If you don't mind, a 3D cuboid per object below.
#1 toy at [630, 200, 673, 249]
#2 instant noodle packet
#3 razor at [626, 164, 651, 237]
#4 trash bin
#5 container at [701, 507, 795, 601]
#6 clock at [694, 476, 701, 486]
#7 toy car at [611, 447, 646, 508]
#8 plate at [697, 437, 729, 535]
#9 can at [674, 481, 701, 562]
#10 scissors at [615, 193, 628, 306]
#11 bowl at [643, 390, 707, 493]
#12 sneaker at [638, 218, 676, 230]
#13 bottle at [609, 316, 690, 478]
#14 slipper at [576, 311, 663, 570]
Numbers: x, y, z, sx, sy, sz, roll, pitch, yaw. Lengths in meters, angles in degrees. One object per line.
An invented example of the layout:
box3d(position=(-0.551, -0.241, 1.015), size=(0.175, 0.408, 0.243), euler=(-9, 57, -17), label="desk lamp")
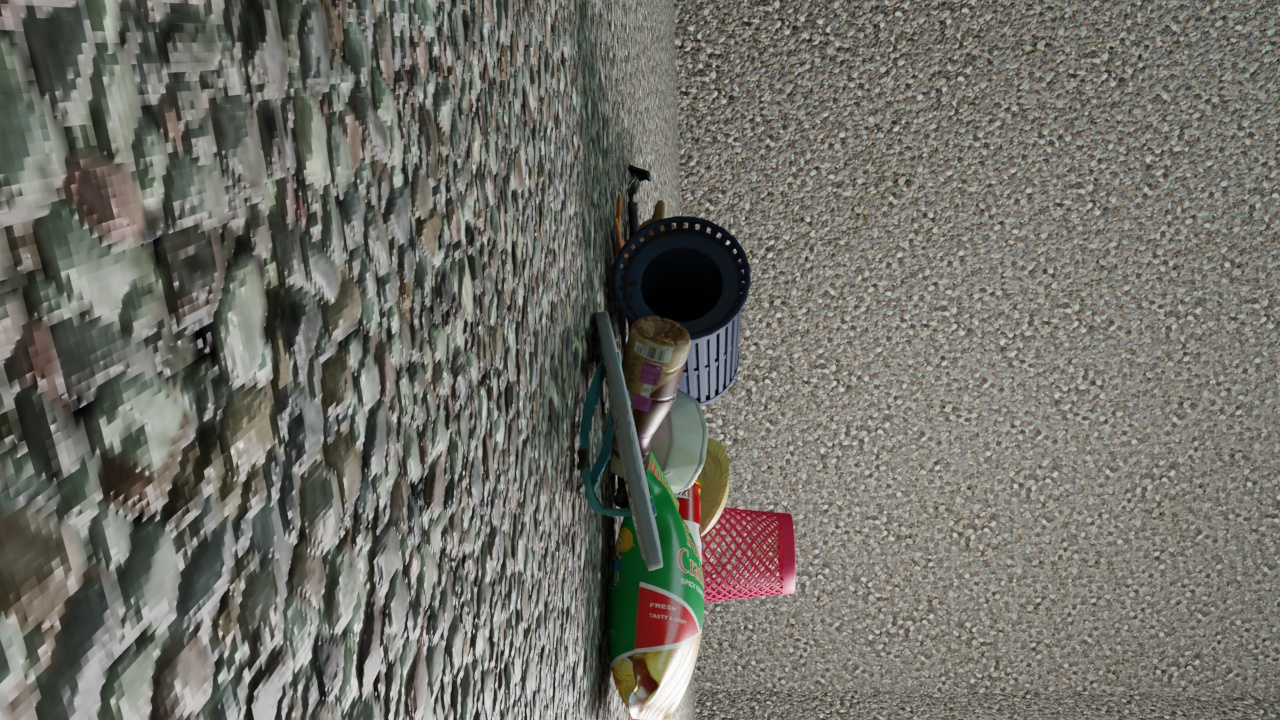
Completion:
box3d(position=(0.034, -0.126, 1.157), size=(0.106, 0.108, 0.133), euler=(-48, -171, 41), label="toy")
box3d(position=(0.017, 0.241, 0.921), size=(0.196, 0.090, 0.252), euler=(66, 27, -64), label="instant noodle packet")
box3d(position=(-0.007, -0.180, 1.195), size=(0.043, 0.022, 0.144), euler=(32, -51, 47), label="razor")
box3d(position=(0.050, -0.040, 1.037), size=(0.250, 0.139, 0.139), euler=(78, 12, -69), label="trash bin")
box3d(position=(0.131, 0.312, 1.481), size=(0.183, 0.226, 0.183), euler=(1, 88, -85), label="container")
box3d(position=(0.039, 0.199, 1.328), size=(0.118, 0.057, 0.083), euler=(-55, -177, -7), label="clock")
box3d(position=(-0.013, 0.117, 0.972), size=(0.042, 0.036, 0.091), euler=(-54, 137, -81), label="toy car")
box3d(position=(0.083, 0.208, 1.377), size=(0.185, 0.036, 0.184), euler=(-43, -150, 32), label="plate")
box3d(position=(0.039, 0.224, 1.221), size=(0.087, 0.087, 0.116), euler=(79, 11, -64), label="can")
box3d(position=(-0.023, -0.118, 1.026), size=(0.125, 0.011, 0.128), euler=(80, 9, -65), label="scissors")
box3d(position=(0.016, 0.089, 1.024), size=(0.118, 0.061, 0.117), euler=(-19, -113, 54), label="bowl")
box3d(position=(0.047, -0.083, 1.296), size=(0.122, 0.086, 0.238), euler=(-55, 133, -79), label="sneaker")
box3d(position=(0.002, 0.041, 0.898), size=(0.059, 0.059, 0.166), euler=(-81, -175, -64), label="bottle")
box3d(position=(-0.029, 0.053, 0.760), size=(0.268, 0.055, 0.098), euler=(-102, -178, -47), label="slipper")
